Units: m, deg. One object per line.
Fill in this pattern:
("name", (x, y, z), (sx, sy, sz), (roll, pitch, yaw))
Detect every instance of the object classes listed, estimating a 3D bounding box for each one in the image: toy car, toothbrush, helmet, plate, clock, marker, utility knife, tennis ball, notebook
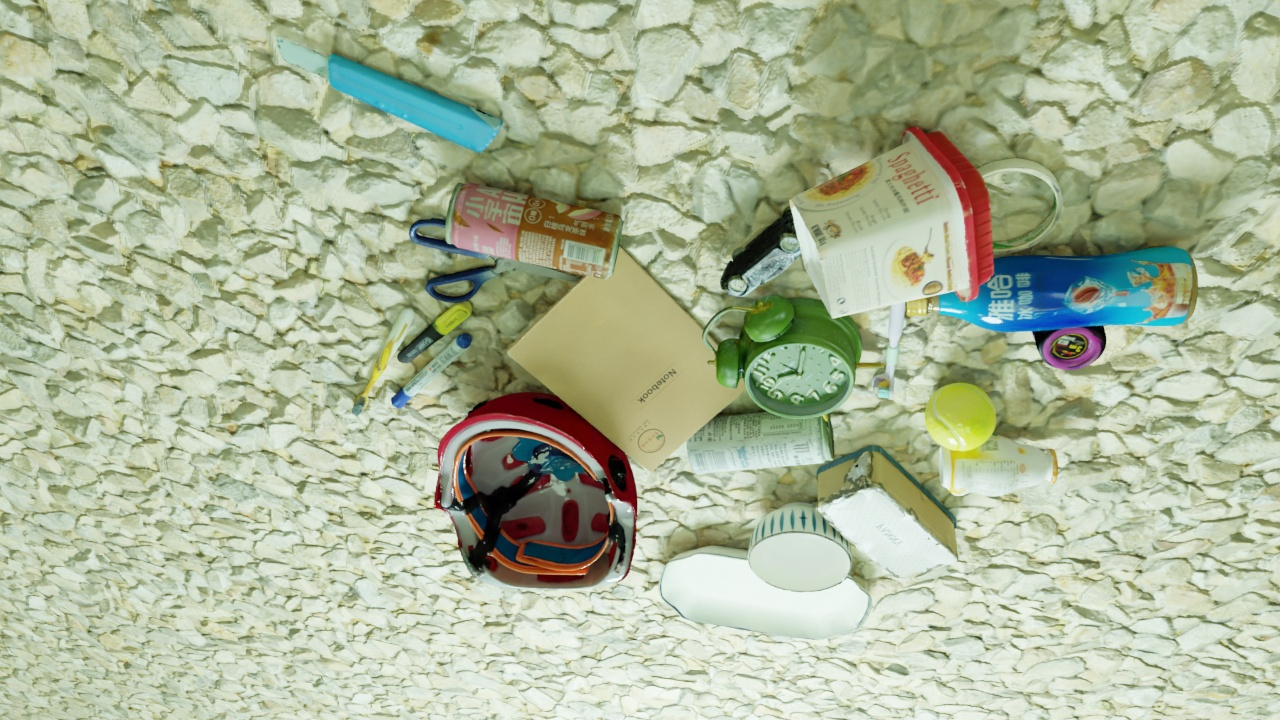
("toy car", (0.110, -0.091, 0.787), (0.031, 0.048, 0.106), (38, 130, -19))
("toothbrush", (0.231, -0.038, 0.837), (0.021, 0.029, 0.189), (-26, 136, -21))
("helmet", (-0.103, 0.121, 0.976), (0.207, 0.143, 0.240), (-7, 118, 16))
("plate", (0.156, 0.289, 1.162), (0.266, 0.034, 0.162), (8, 135, 4))
("toothbrush", (-0.277, 0.005, 0.978), (0.016, 0.018, 0.192), (26, 133, -17))
("clock", (0.134, -0.005, 0.861), (0.161, 0.056, 0.116), (24, 133, -12))
("marker", (-0.223, 0.012, 0.976), (0.017, 0.016, 0.146), (36, 130, -23))
("marker", (-0.212, -0.026, 0.937), (0.018, 0.015, 0.124), (36, 131, -27))
("utility knife", (-0.205, -0.217, 0.745), (0.187, 0.018, 0.034), (21, 123, -10))
("tennis ball", (0.306, 0.054, 0.879), (0.065, 0.065, 0.066), (6, 135, 5))
("notebook", (-0.005, 0.005, 0.890), (0.148, 0.008, 0.207), (-42, 118, 10))

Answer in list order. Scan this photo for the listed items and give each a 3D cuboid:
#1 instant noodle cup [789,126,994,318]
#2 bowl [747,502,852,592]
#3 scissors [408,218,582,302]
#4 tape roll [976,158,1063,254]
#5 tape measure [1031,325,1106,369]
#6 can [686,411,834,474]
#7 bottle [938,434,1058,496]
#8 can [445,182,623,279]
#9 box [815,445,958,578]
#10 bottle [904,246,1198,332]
("instant noodle cup", (0.188, -0.098, 0.702), (0.124, 0.116, 0.117), (-19, 130, 5))
("bowl", (0.183, 0.207, 1.053), (0.116, 0.066, 0.117), (5, 134, 6))
("scissors", (-0.140, -0.095, 0.858), (0.164, 0.012, 0.160), (-30, 123, 32))
("tape roll", (0.295, -0.123, 0.743), (0.086, 0.013, 0.086), (5, 135, 5))
("tape measure", (0.378, -0.023, 0.809), (0.057, 0.039, 0.058), (-3, 128, 14))
("can", (0.123, 0.083, 0.948), (0.147, 0.058, 0.058), (-8, 132, 18))
("bottle", (0.358, 0.106, 0.921), (0.108, 0.063, 0.063), (0, 134, 12))
("can", (-0.091, -0.113, 0.798), (0.147, 0.057, 0.058), (12, 135, -1))
("box", (0.276, 0.173, 1.009), (0.090, 0.061, 0.184), (-28, 125, 33))
("bottle", (0.335, -0.057, 0.766), (0.219, 0.065, 0.065), (-1, 134, 14))
